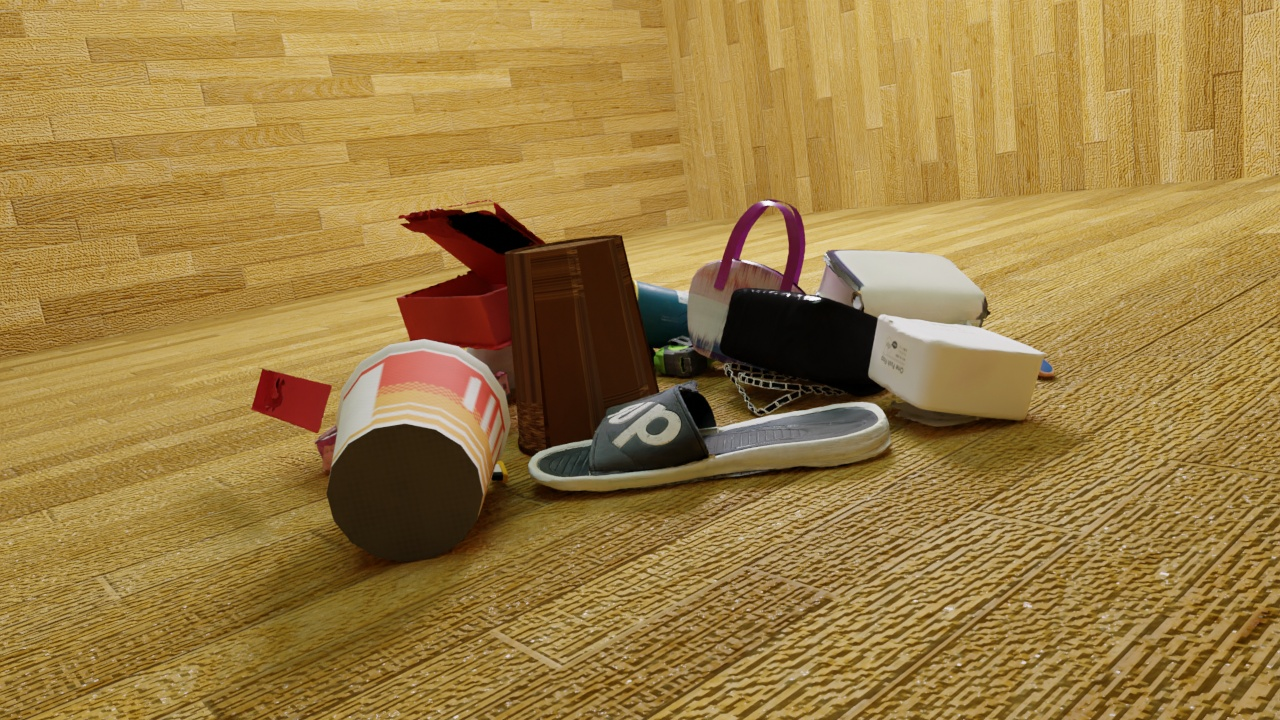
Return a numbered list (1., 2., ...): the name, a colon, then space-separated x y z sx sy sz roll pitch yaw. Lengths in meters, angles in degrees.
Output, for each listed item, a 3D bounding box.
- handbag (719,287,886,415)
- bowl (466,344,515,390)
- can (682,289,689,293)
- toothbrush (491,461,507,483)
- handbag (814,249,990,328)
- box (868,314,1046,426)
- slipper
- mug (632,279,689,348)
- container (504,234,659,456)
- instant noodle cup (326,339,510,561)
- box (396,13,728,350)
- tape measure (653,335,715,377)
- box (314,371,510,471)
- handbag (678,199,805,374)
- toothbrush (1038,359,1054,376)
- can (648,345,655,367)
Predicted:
1. handbag: 0.153 0.000 0.835 0.125 0.114 0.154 12 -1 -23
2. bowl: -0.137 -0.024 1.055 0.150 0.075 0.150 -18 14 4
3. can: 0.096 -0.056 1.132 0.105 0.068 0.067 -1 14 35
4. toothbrush: -0.134 0.069 0.785 0.030 0.031 0.197 2 11 -19
5. handbag: 0.269 -0.040 0.911 0.151 0.074 0.176 -1 33 -19
6. box: 0.237 0.025 0.711 0.102 0.102 0.108 7 14 -11
7. slipper: 0.047 0.047 0.677 0.264 0.063 0.111 -4 12 7
8. mug: 0.043 -0.046 1.052 0.121 0.078 0.078 8 8 -13
9. container: -0.054 -0.017 0.787 0.132 0.167 0.132 -8 12 1
10. instant noodle cup: -0.151 0.063 0.618 0.123 0.123 0.121 -9 19 -4
11. box: -0.072 -0.168 0.967 0.213 0.128 0.424 6 56 55
12. tape measure: 0.048 -0.007 0.998 0.059 0.036 0.065 0 15 38
13. box: -0.214 0.041 0.885 0.085 0.063 0.229 -3 13 21
14. handbag: 0.118 -0.081 0.938 0.145 0.170 0.067 22 25 20
15. toothbrush: 0.339 -0.005 0.829 0.021 0.017 0.135 -7 11 0
16. can: -0.006 0.006 0.987 0.031 0.031 0.080 -5 12 16
